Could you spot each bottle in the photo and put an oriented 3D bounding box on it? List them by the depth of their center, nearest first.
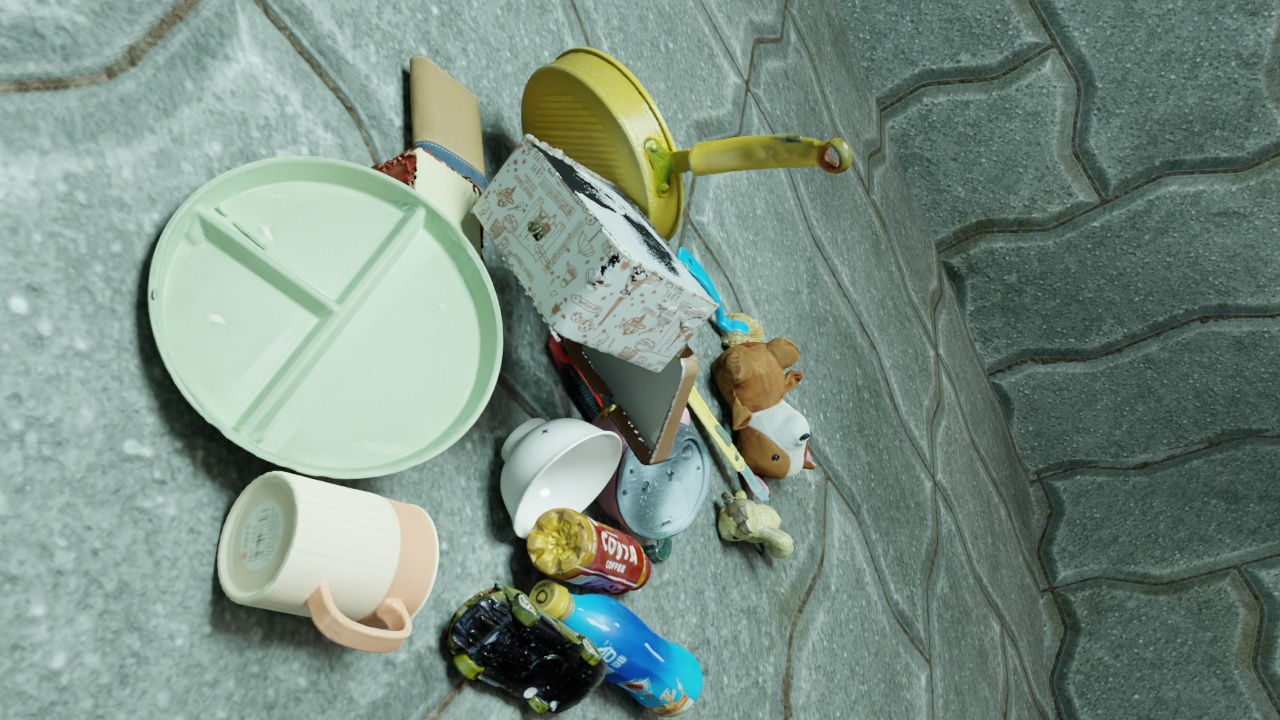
[{"bbox_3d":[-0.022,0.252,0.815,0.218,0.065,0.065,47,38,-39],"label":"bottle"},{"bbox_3d":[-0.038,0.175,0.818,0.175,0.057,0.057,44,38,-61],"label":"bottle"}]

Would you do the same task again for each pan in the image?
[{"bbox_3d":[0.022,-0.176,0.796,0.078,0.358,0.198,-33,122,-26],"label":"pan"}]

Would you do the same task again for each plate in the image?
[{"bbox_3d":[-0.200,-0.030,0.610,0.230,0.028,0.229,15,62,-30],"label":"plate"}]

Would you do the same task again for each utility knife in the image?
[{"bbox_3d":[0.100,0.097,1.136,0.205,0.021,0.030,59,38,-13],"label":"utility knife"}]

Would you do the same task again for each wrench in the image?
[{"bbox_3d":[-0.027,0.090,0.943,0.273,0.016,0.056,64,29,-17],"label":"wrench"}]

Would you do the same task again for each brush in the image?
[{"bbox_3d":[0.109,-0.068,1.223,0.254,0.046,0.083,48,41,-47],"label":"brush"}]

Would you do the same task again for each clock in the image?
[{"bbox_3d":[0.005,0.095,0.902,0.117,0.060,0.158,-13,103,-36],"label":"clock"}]

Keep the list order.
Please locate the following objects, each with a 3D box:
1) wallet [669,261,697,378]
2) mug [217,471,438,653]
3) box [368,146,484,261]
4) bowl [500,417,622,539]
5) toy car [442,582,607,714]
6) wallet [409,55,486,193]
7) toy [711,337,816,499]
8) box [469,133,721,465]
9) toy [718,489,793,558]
[{"bbox_3d":[0.040,-0.047,1.103,0.129,0.037,0.107,-72,152,-48],"label":"wallet"},{"bbox_3d":[-0.185,0.128,0.560,0.106,0.082,0.114,30,16,-49],"label":"mug"},{"bbox_3d":[-0.167,-0.079,0.723,0.091,0.076,0.168,28,52,-53],"label":"box"},{"bbox_3d":[-0.080,0.088,0.785,0.065,0.118,0.118,43,17,26],"label":"bowl"},{"bbox_3d":[-0.087,0.229,0.717,0.158,0.070,0.042,49,-1,-38],"label":"toy car"},{"bbox_3d":[-0.174,-0.204,0.824,0.090,0.033,0.115,25,53,-57],"label":"wallet"},{"bbox_3d":[0.170,0.071,1.196,0.140,0.131,0.199,-18,103,-29],"label":"toy"},{"bbox_3d":[-0.025,-0.050,0.763,0.179,0.134,0.271,54,-9,36],"label":"box"},{"bbox_3d":[0.145,0.210,1.145,0.157,0.066,0.105,40,10,-51],"label":"toy"}]
